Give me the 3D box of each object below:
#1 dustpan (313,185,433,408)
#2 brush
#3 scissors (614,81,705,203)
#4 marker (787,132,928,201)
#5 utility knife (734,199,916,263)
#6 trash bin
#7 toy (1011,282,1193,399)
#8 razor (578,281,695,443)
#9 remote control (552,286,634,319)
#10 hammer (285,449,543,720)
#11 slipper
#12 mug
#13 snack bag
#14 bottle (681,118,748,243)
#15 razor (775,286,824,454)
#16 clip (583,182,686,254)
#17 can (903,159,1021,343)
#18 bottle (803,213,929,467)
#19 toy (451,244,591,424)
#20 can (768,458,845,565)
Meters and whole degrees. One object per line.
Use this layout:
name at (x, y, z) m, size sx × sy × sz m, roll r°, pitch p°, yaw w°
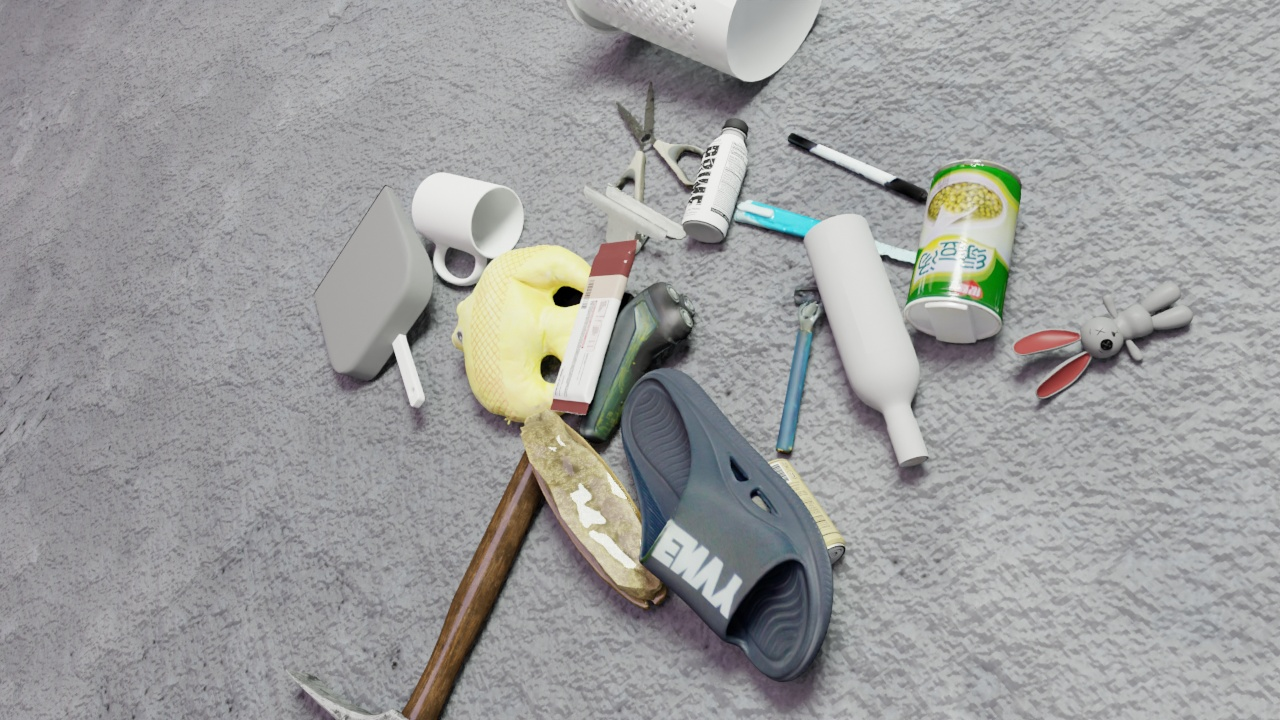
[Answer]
dustpan at (-0.268, -0.046, 0.951) m, size 0.163 × 0.033 × 0.257 m, roll -49°, pitch 45°, yaw 21°
brush at (-0.041, 0.114, 0.740) m, size 0.059 × 0.043 × 0.195 m, roll -33°, pitch 63°, yaw -9°
scissors at (0.012, -0.204, 0.903) m, size 0.166 × 0.012 × 0.157 m, roll 20°, pitch 77°, yaw 35°
marker at (0.184, -0.167, 0.787) m, size 0.152 × 0.011 × 0.011 m, roll 36°, pitch 87°, yaw 38°
utility knife at (0.152, -0.106, 0.771) m, size 0.179 × 0.015 × 0.022 m, roll 26°, pitch 81°, yaw 38°
trash bin at (0.055, -0.369, 0.866) m, size 0.199 × 0.195 × 0.195 m, roll 40°, pitch 89°, yaw 28°
toy at (0.314, -0.016, 0.625) m, size 0.112 × 0.030 × 0.049 m, roll -27°, pitch 84°, yaw 13°
razor at (-0.005, 0.005, 0.784) m, size 0.067 × 0.054 × 0.151 m, roll 24°, pitch 85°, yaw 45°
remote control at (-0.069, -0.064, 0.879) m, size 0.150 × 0.013 × 0.034 m, roll 20°, pitch 77°, yaw 35°
hammer at (-0.168, 0.187, 0.798) m, size 0.218 × 0.037 × 0.300 m, roll 15°, pitch 74°, yaw 34°
slipper at (0.041, 0.105, 0.666) m, size 0.111 × 0.083 × 0.268 m, roll -59°, pitch 45°, yaw 29°
mug at (-0.182, -0.133, 0.950) m, size 0.091 × 0.073 × 0.110 m, roll 19°, pitch 103°, yaw 35°
snack bag at (-0.040, -0.030, 0.793) m, size 0.057 × 0.013 × 0.157 m, roll 2°, pitch 72°, yaw 53°
bottle at (0.072, -0.166, 0.832) m, size 0.041 × 0.041 × 0.115 m, roll 7°, pitch 70°, yaw 32°
razor at (0.127, 0.004, 0.728) m, size 0.042 × 0.022 × 0.143 m, roll 4°, pitch 69°, yaw 32°
clip at (-0.009, -0.129, 0.862) m, size 0.102 × 0.052 × 0.057 m, roll 34°, pitch 69°, yaw 26°
can at (0.239, -0.080, 0.677) m, size 0.067 × 0.067 × 0.120 m, roll 5°, pitch 69°, yaw 32°
bottle at (0.174, -0.015, 0.688) m, size 0.053 × 0.052 × 0.195 m, roll -22°, pitch 64°, yaw 19°
toy at (-0.110, -0.025, 0.849) m, size 0.155 × 0.064 × 0.170 m, roll 8°, pitch 83°, yaw 22°
can at (0.113, 0.113, 0.670) m, size 0.038 × 0.038 × 0.079 m, roll -38°, pitch 54°, yaw 8°
